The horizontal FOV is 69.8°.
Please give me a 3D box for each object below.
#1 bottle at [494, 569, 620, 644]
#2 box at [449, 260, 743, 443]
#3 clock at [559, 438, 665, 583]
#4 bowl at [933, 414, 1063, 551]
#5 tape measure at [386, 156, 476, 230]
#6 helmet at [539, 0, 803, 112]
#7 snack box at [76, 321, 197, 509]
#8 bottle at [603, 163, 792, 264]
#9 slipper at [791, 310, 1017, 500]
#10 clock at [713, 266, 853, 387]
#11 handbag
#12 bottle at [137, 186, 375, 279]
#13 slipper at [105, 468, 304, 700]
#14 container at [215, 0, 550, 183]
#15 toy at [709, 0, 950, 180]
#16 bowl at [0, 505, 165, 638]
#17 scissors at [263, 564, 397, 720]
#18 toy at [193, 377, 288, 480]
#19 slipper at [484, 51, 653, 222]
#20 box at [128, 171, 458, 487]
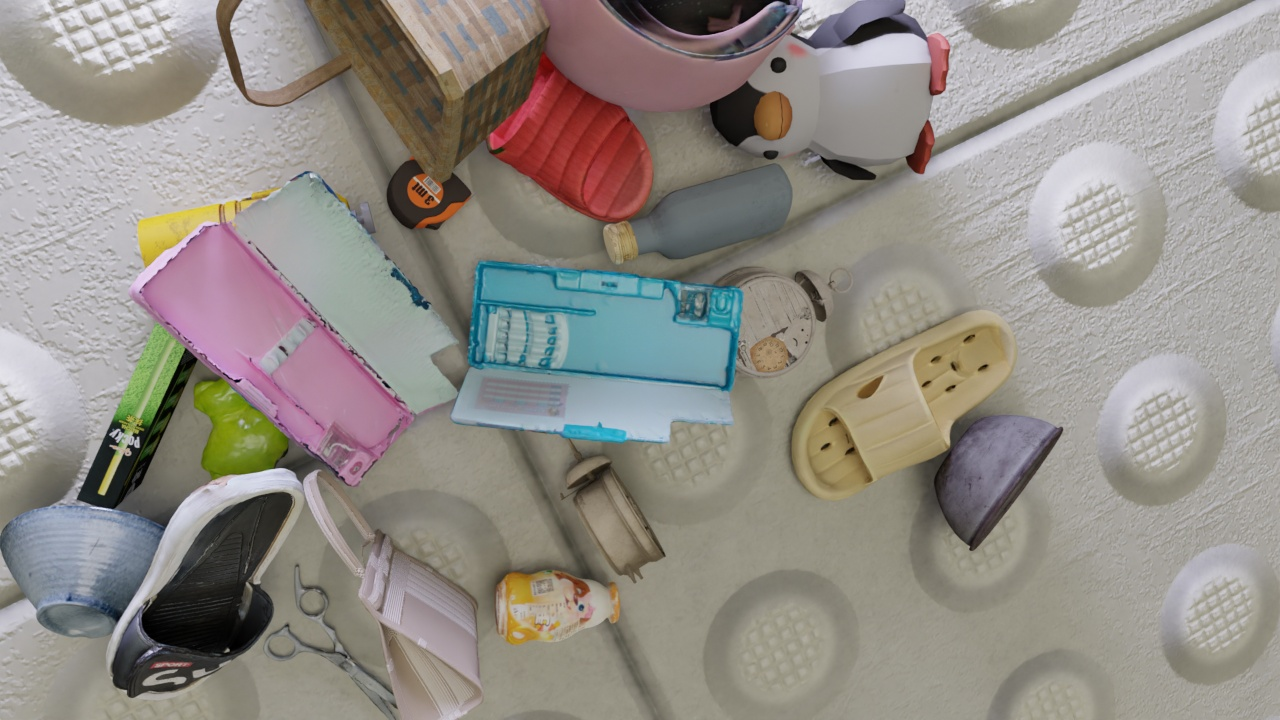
[{"bbox_3d":[-0.074,0.219,0.817,0.109,0.063,0.063,1,97,-13],"label":"bottle"},{"bbox_3d":[-0.033,0.002,0.767,0.227,0.085,0.170,6,64,-1],"label":"box"},{"bbox_3d":[-0.033,0.130,0.812,0.054,0.093,0.141,-32,79,-2],"label":"clock"},{"bbox_3d":[0.334,0.106,0.885,0.067,0.145,0.145,37,86,25],"label":"bowl"},{"bbox_3d":[-0.179,-0.136,0.759,0.058,0.038,0.058,43,72,-16],"label":"tape measure"},{"bbox_3d":[0.005,-0.299,0.708,0.229,0.153,0.255,-3,65,-23],"label":"helmet"},{"bbox_3d":[-0.378,0.034,0.706,0.025,0.080,0.147,25,91,-16],"label":"snack box"},{"bbox_3d":[0.048,-0.122,0.799,0.161,0.072,0.046,-18,68,-11],"label":"bottle"},{"bbox_3d":[0.262,0.039,0.873,0.261,0.079,0.111,-32,101,-9],"label":"slipper"},{"bbox_3d":[0.128,-0.042,0.835,0.156,0.061,0.103,-28,103,-7],"label":"clock"},{"bbox_3d":[-0.201,0.169,0.723,0.062,0.176,0.198,-33,101,-7],"label":"handbag"},{"bbox_3d":[-0.292,-0.095,0.716,0.163,0.071,0.071,-15,101,-12],"label":"bottle"},{"bbox_3d":[-0.322,0.188,0.687,0.111,0.063,0.264,-3,133,-52],"label":"slipper"},{"bbox_3d":[-0.205,-0.252,0.649,0.186,0.158,0.250,-34,87,-20],"label":"container"},{"bbox_3d":[0.149,-0.236,0.797,0.184,0.140,0.159,-4,130,-4],"label":"toy"},{"bbox_3d":[-0.414,0.171,0.690,0.137,0.057,0.137,-3,137,-3],"label":"bowl"},{"bbox_3d":[-0.256,0.251,0.801,0.161,0.014,0.118,22,92,-13],"label":"scissors"},{"bbox_3d":[-0.324,0.051,0.747,0.094,0.036,0.093,-41,100,-13],"label":"toy"},{"bbox_3d":[-0.089,-0.209,0.760,0.248,0.059,0.103,34,88,-15],"label":"slipper"},{"bbox_3d":[-0.244,-0.022,0.706,0.160,0.063,0.230,-38,127,-5],"label":"box"}]
